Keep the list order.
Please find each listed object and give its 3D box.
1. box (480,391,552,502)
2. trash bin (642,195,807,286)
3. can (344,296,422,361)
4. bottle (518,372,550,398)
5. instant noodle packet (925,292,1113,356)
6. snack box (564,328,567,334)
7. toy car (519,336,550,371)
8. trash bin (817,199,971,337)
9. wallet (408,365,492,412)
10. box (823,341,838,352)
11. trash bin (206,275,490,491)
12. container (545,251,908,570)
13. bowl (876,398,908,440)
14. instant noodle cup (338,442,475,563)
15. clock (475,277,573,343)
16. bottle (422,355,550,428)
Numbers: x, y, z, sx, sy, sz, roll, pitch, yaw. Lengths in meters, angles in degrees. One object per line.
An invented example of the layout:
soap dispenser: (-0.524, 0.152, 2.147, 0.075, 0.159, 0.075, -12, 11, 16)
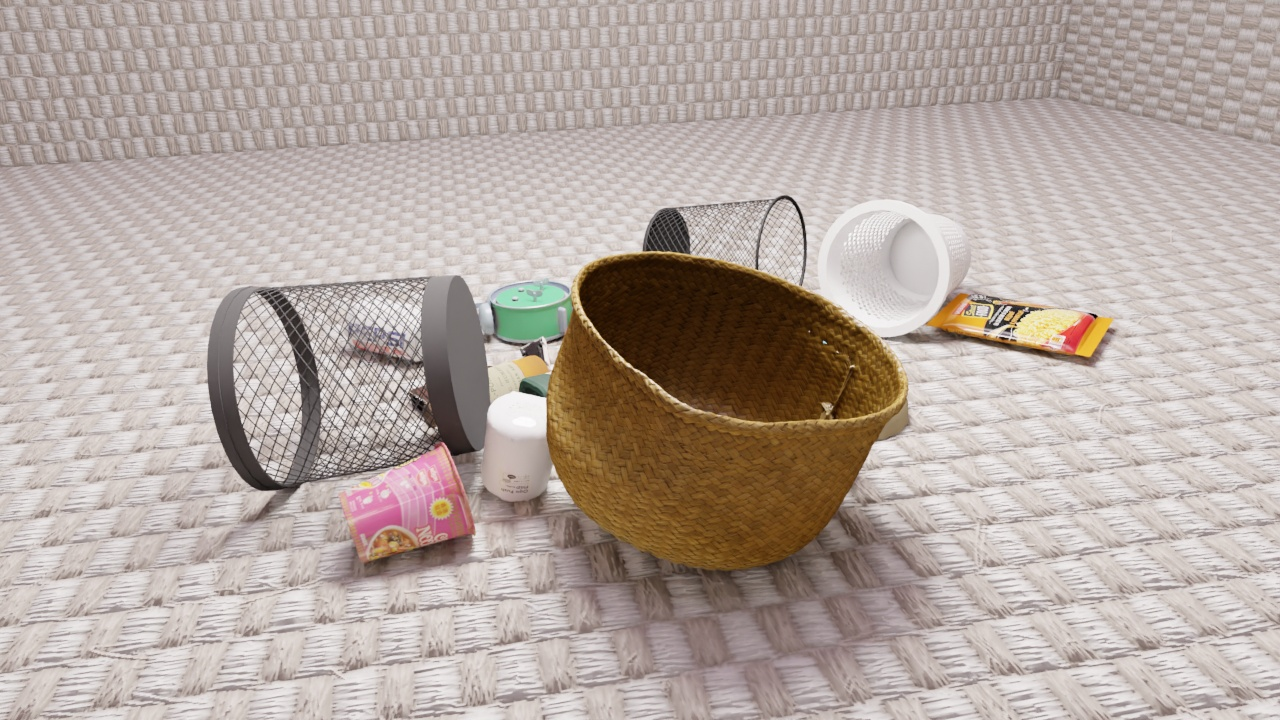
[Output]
box: (-0.124, 0.081, 0.986, 0.083, 0.140, 0.141, 10, 38, -7)
trash bin: (0.129, -0.168, 1.449, 0.210, 0.184, 0.183, 7, 25, 32)
can: (-0.351, -0.045, 1.315, 0.136, 0.078, 0.078, 11, 27, 27)
bottle: (-0.077, 0.043, 1.109, 0.131, 0.061, 0.061, -12, 23, -38)
instant noodle packet: (0.547, -0.055, 1.324, 0.221, 0.032, 0.159, 14, 29, 32)
snack box: (-0.057, -0.055, 1.349, 0.089, 0.021, 0.132, 0, 23, 5)
toy car: (-0.138, 0.006, 1.235, 0.039, 0.039, 0.113, -27, 26, 2)
trash bin: (0.400, -0.148, 1.382, 0.196, 0.196, 0.199, 15, 20, 34)
wallet: (-0.230, 0.039, 1.187, 0.122, 0.019, 0.072, -19, 29, -34)
box: (0.213, -0.005, 1.224, 0.227, 0.041, 0.094, -3, 23, -2)
trash bin: (-0.293, 0.016, 0.972, 0.227, 0.218, 0.217, -7, 24, 2)
container: (0.069, 0.047, 0.867, 0.307, 0.197, 0.306, 11, 32, -7)
bowl: (0.247, 0.041, 1.107, 0.152, 0.050, 0.152, -2, 24, 1)
instant noodle cup: (-0.225, 0.142, 0.878, 0.108, 0.098, 0.098, -20, 29, -18)
clock: (-0.183, -0.079, 1.381, 0.162, 0.075, 0.121, 0, 24, 7)
bottle: (-0.187, 0.045, 1.111, 0.156, 0.068, 0.068, -18, 29, -32)
